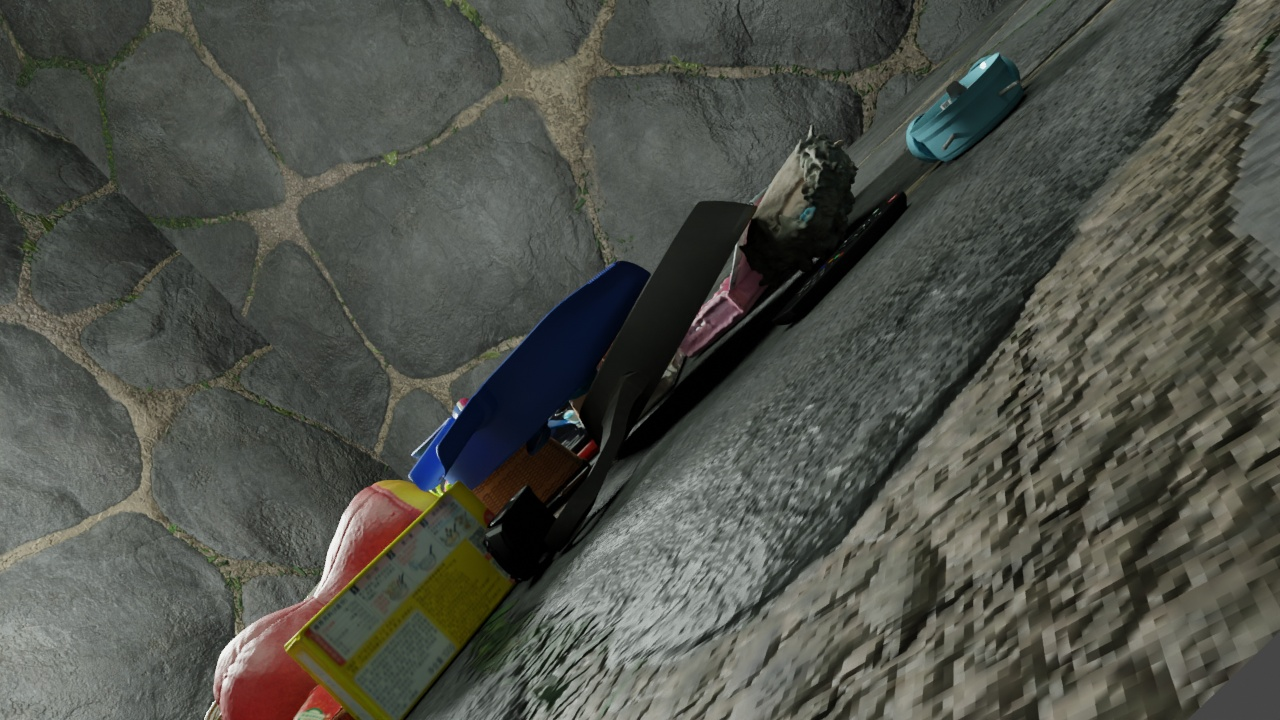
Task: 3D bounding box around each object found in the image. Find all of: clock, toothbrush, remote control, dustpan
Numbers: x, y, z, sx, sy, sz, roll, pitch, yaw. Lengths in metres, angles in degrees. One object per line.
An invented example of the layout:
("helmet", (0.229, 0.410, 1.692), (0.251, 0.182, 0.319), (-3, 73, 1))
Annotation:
("clock", (0.222, -0.175, 0.634), (0.087, 0.042, 0.123), (-43, 4, 20))
("toothbrush", (-0.098, 0.069, 0.939), (0.133, 0.016, 0.021), (-23, 51, 48))
("remote control", (0.131, -0.065, 0.597), (0.124, 0.010, 0.039), (-45, 3, -23))
("dustpan", (-0.104, 0.039, 0.704), (0.246, 0.059, 0.257), (-44, 11, 21))

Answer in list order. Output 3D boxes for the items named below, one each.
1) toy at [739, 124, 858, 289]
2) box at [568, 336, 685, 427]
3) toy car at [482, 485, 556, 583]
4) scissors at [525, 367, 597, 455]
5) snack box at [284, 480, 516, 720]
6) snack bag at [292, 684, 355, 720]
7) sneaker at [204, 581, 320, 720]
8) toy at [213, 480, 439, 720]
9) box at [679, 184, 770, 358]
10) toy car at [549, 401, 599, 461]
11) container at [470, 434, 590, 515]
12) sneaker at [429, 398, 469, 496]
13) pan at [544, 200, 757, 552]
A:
("toy", (0.137, -0.123, 0.773), (0.133, 0.076, 0.175), (-59, 1, 13))
("box", (-0.025, 0.010, 0.945), (0.094, 0.107, 0.216), (-56, -1, 11))
("toy car", (-0.076, 0.112, 0.577), (0.036, 0.042, 0.091), (-41, 3, 14))
("scissors", (-0.086, 0.052, 0.771), (0.133, 0.015, 0.109), (-31, 21, 45))
("snack box", (-0.133, 0.145, 0.559), (0.025, 0.075, 0.151), (-44, 2, 39))
("snack bag", (-0.203, 0.247, 0.491), (0.087, 0.044, 0.154), (-56, 1, 37))
("sneaker", (-0.242, 0.236, 0.757), (0.087, 0.079, 0.234), (19, 54, 40))
("toy", (-0.205, 0.180, 0.635), (0.215, 0.099, 0.148), (-53, 22, -20))
("box", (0.127, -0.111, 0.942), (0.232, 0.059, 0.180), (-47, -13, -50))
("toy car", (-0.085, 0.089, 0.987), (0.081, 0.056, 0.189), (-45, 13, -9))
("container", (-0.106, 0.113, 0.823), (0.114, 0.061, 0.063), (-44, 2, -4))
("sneaker", (-0.195, 0.136, 1.057), (0.091, 0.116, 0.242), (-36, -27, -23))
("pan", (-0.004, 0.004, 0.676), (0.249, 0.043, 0.354), (-61, -1, 39))
